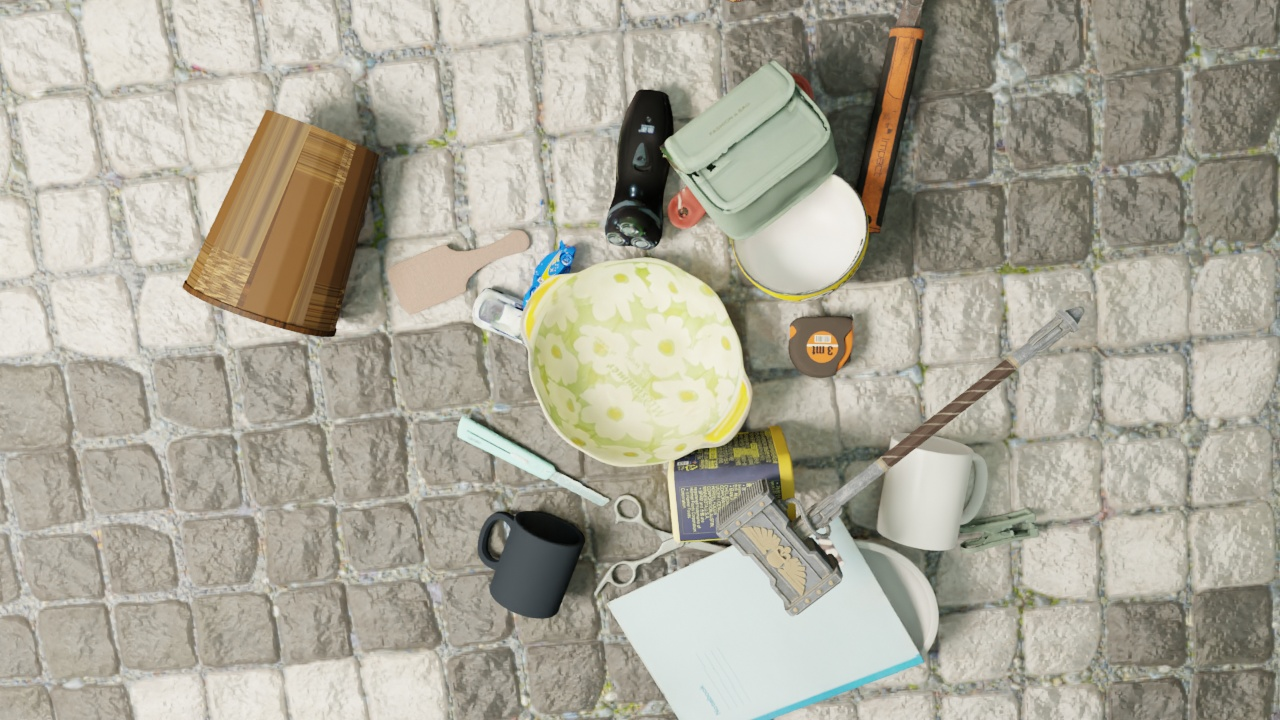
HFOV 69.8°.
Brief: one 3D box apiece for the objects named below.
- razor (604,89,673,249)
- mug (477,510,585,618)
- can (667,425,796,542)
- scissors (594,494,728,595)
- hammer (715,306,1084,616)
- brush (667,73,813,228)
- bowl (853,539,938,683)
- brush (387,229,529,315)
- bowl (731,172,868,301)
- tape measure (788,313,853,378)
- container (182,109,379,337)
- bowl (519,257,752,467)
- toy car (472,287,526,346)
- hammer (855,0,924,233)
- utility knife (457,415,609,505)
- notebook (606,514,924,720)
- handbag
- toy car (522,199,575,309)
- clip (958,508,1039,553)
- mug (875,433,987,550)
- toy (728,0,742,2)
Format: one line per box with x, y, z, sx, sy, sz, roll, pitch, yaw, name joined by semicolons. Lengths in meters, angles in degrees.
0.001;-0.170;0.821;0.053;0.063;0.140;7;101;-1;razor
-0.113;0.189;0.889;0.105;0.071;0.077;25;100;25;mug
0.082;0.111;0.831;0.104;0.135;0.075;-5;99;5;can
0.027;0.190;0.907;0.141;0.014;0.158;32;99;0;scissors
0.212;0.065;0.720;0.322;0.044;0.098;-41;95;10;hammer
0.088;-0.188;0.832;0.041;0.030;0.172;43;97;-6;brush
0.209;0.235;0.889;0.150;0.043;0.150;3;105;12;bowl
-0.168;-0.090;0.867;0.135;0.015;0.050;-23;99;0;brush
0.144;-0.106;0.818;0.117;0.067;0.117;-3;79;16;bowl
0.168;-0.013;0.858;0.058;0.038;0.058;-1;86;1;tape measure
-0.308;-0.122;0.812;0.132;0.132;0.167;21;94;-2;container
-0.005;0.005;0.836;0.219;0.060;0.188;30;78;3;bowl
-0.116;-0.037;0.866;0.090;0.027;0.039;23;97;-2;toy car
0.219;-0.271;0.813;0.138;0.035;0.314;10;100;0;hammer
-0.105;0.101;0.898;0.165;0.015;0.022;29;98;-6;utility knife
0.116;0.262;0.888;0.254;0.009;0.181;-30;96;20;notebook
0.092;-0.177;0.775;0.122;0.067;0.106;-37;71;7;handbag
-0.096;-0.096;0.849;0.062;0.033;0.092;39;76;1;toy car
0.345;0.165;0.889;0.076;0.023;0.042;-13;97;2;clip
0.281;0.122;0.864;0.110;0.074;0.090;3;101;-25;mug
0.107;-0.364;0.802;0.103;0.071;0.090;-19;85;-18;toy
